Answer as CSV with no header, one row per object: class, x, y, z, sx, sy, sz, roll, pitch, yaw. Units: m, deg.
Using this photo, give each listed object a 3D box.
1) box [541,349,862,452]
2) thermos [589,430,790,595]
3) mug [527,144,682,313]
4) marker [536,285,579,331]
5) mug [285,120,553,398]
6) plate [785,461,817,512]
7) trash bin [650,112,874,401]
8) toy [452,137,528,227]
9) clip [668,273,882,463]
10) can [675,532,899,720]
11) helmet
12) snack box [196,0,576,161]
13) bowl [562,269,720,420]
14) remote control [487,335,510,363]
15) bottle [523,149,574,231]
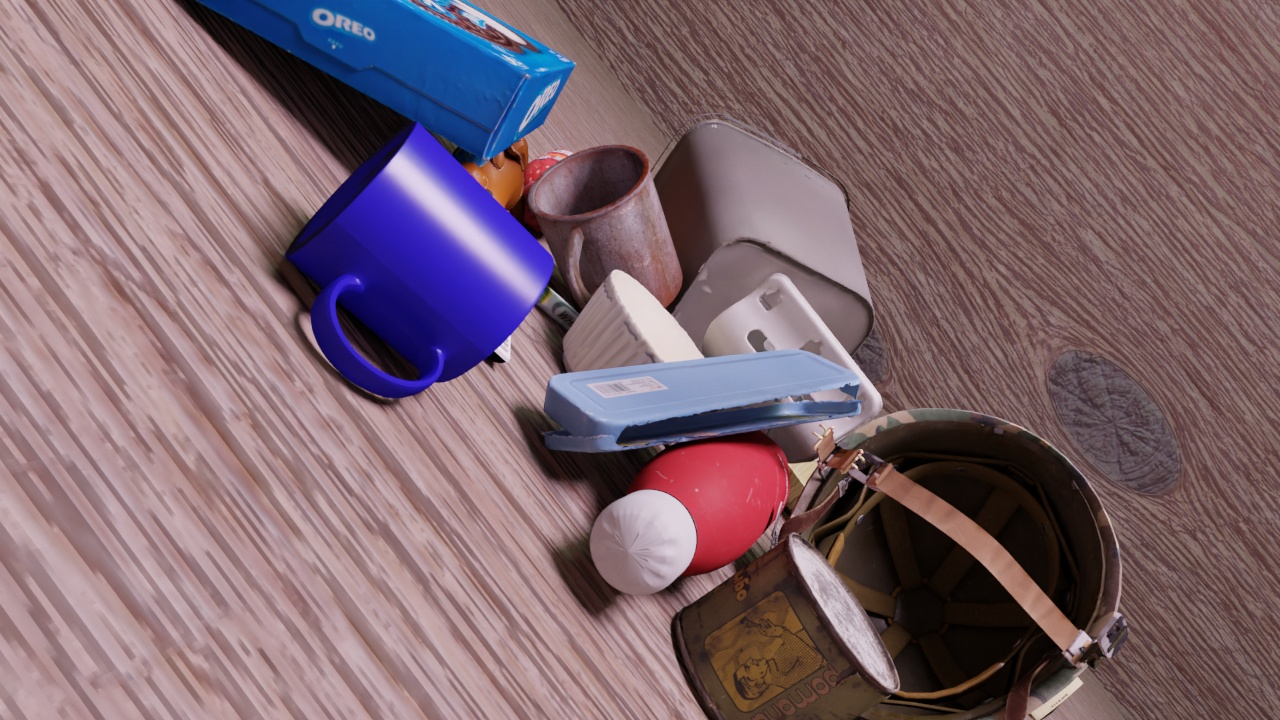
box,0.042,0.033,0.525,0.209,0.052,0.067,-7,24,-38
thermos,0.031,0.079,0.503,0.073,0.073,0.239,54,14,10
mug,-0.026,-0.078,0.664,0.110,0.096,0.122,63,34,-39
marker,-0.044,-0.024,0.649,0.146,0.017,0.017,42,16,-33
mug,-0.100,-0.035,0.395,0.083,0.079,0.111,44,43,-25
plate,0.153,0.115,0.881,0.184,0.036,0.184,47,14,-16
trash bin,0.091,-0.073,0.819,0.197,0.198,0.219,25,28,-17
toy,-0.102,-0.104,0.639,0.090,0.071,0.103,-91,165,-49
clip,0.087,0.028,0.670,0.125,0.151,0.089,55,26,19
can,0.073,0.145,0.464,0.090,0.075,0.089,49,13,-16
helmet,0.184,0.132,0.571,0.193,0.223,0.237,39,-28,26
snack box,-0.150,-0.210,0.581,0.195,0.056,0.238,28,19,-8
bowl,-0.004,0.004,0.609,0.115,0.062,0.115,47,14,-16
remote control,-0.089,-0.035,0.542,0.028,0.012,0.124,45,15,-25
bottle,-0.074,-0.137,0.753,0.062,0.062,0.137,49,15,-10
